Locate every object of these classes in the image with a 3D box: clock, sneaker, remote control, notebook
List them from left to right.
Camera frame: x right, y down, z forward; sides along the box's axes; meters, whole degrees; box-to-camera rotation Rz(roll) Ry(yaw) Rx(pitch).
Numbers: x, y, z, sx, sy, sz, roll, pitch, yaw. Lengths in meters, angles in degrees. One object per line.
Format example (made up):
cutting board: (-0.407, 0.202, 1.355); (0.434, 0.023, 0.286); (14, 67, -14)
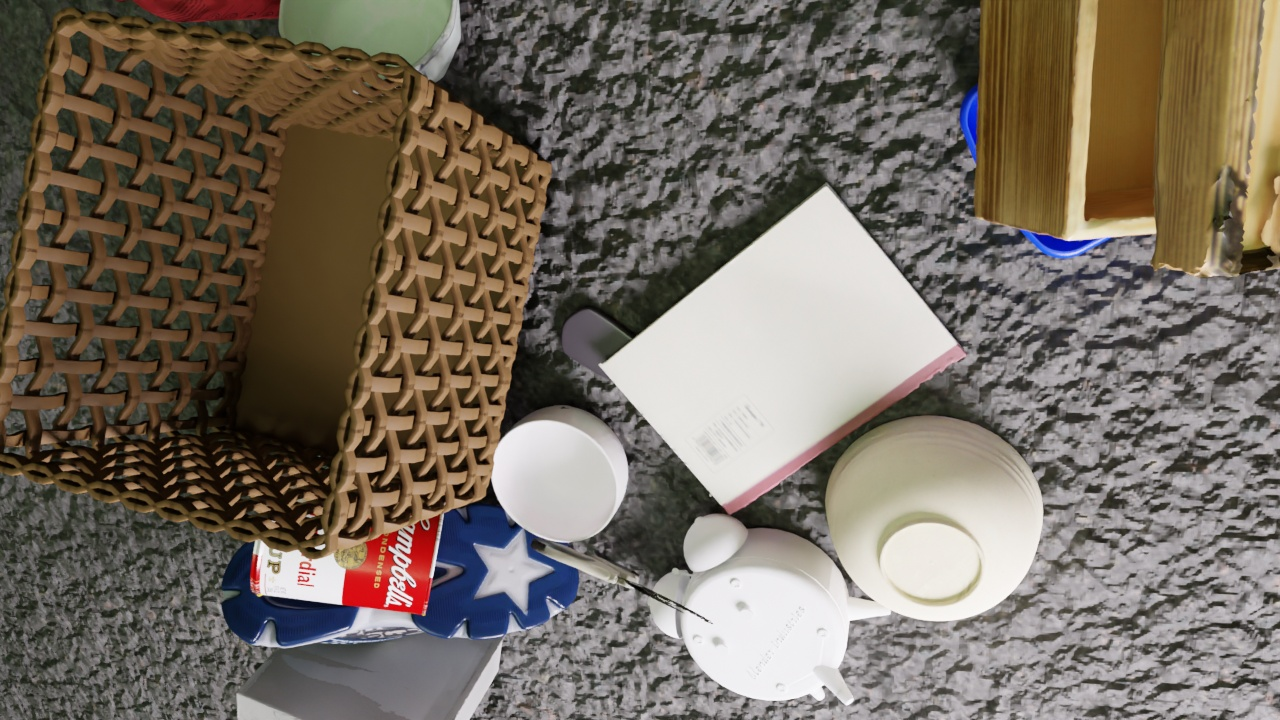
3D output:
sneaker: (-0.189, 0.187, 0.752); (0.269, 0.103, 0.133); (-2, 158, -15)
remote control: (-0.004, 0.004, 0.685); (0.124, 0.009, 0.047); (33, 117, 2)
clock: (0.091, 0.196, 0.698); (0.161, 0.072, 0.126); (29, 117, 4)
notebook: (0.094, 0.000, 0.645); (0.209, 0.012, 0.153); (-38, 97, 22)

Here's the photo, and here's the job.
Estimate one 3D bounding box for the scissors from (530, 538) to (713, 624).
scissors: (-0.020, 0.162, 0.683); (0.154, 0.163, 0.012); (21, 84, -1)

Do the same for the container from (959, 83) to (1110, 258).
container: (0.245, -0.128, 0.527); (0.096, 0.058, 0.114); (-32, 99, 25)

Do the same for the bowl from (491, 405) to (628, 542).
bowl: (-0.058, 0.082, 0.710); (0.105, 0.054, 0.105); (7, 114, 17)

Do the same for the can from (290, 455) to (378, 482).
can: (-0.225, 0.092, 0.746); (0.140, 0.087, 0.088); (-30, 100, 25)

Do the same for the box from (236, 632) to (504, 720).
box: (-0.269, 0.380, 0.684); (0.166, 0.477, 0.119); (17, 142, 10)

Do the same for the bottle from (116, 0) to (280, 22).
bottle: (-0.271, -0.245, 0.573); (0.062, 0.176, 0.062); (6, 113, 15)

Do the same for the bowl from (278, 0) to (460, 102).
bowl: (-0.170, -0.219, 0.607); (0.117, 0.061, 0.117); (-1, 76, 5)

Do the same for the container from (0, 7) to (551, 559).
container: (-0.210, -0.044, 0.573); (0.220, 0.214, 0.251); (12, 92, 12)

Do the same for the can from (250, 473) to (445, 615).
can: (-0.203, 0.130, 0.648); (0.116, 0.086, 0.087); (10, 116, -11)

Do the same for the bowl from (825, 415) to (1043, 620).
bowl: (0.201, 0.121, 0.634); (0.151, 0.075, 0.151); (6, 112, 15)

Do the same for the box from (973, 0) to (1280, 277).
box: (0.290, -0.195, 0.386); (0.245, 0.168, 0.279); (-7, 105, -9)
